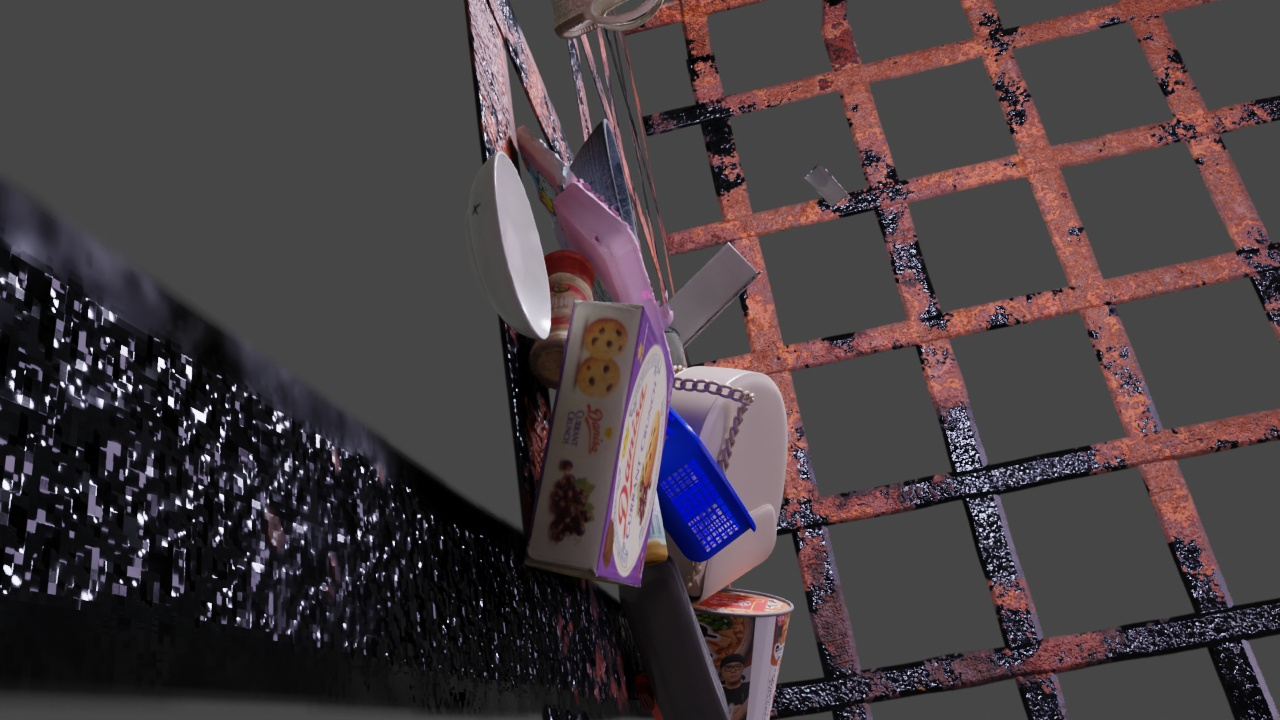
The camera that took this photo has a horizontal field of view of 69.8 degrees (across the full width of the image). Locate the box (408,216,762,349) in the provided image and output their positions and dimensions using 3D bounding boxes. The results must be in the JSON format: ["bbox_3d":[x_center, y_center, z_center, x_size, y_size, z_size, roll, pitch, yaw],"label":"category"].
[{"bbox_3d":[-0.063,-0.133,1.203,0.167,0.422,0.173,-46,157,-83],"label":"box"}]

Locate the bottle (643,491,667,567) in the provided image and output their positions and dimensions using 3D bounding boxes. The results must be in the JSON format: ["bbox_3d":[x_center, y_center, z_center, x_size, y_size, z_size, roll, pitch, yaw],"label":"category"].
[{"bbox_3d":[-0.023,0.052,0.645,0.053,0.053,0.186,60,18,-72],"label":"bottle"}]

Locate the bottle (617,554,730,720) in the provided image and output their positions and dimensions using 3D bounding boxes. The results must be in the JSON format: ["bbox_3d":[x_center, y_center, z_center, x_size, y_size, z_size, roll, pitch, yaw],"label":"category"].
[{"bbox_3d":[0.018,0.200,0.707,0.084,0.046,0.174,65,5,-88],"label":"bottle"}]

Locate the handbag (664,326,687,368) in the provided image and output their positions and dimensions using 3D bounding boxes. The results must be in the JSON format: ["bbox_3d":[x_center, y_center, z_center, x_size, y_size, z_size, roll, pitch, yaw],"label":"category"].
[{"bbox_3d":[0.025,0.038,1.075,0.176,0.074,0.151,-59,136,-83],"label":"handbag"}]

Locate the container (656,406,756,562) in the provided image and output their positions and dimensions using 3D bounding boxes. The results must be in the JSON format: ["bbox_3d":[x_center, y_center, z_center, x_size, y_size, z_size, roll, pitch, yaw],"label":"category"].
[{"bbox_3d":[0.029,0.095,0.711,0.114,0.058,0.096,57,-6,-27],"label":"container"}]

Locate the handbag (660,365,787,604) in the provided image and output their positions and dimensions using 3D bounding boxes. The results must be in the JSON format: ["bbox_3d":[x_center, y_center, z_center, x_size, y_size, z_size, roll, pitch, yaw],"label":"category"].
[{"bbox_3d":[0.077,0.111,0.870,0.210,0.103,0.208,-10,104,-57],"label":"handbag"}]

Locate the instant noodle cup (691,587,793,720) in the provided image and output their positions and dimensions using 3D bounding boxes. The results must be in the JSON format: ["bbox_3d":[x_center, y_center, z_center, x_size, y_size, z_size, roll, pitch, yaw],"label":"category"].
[{"bbox_3d":[0.080,0.289,0.874,0.123,0.124,0.121,31,63,-82],"label":"instant noodle cup"}]

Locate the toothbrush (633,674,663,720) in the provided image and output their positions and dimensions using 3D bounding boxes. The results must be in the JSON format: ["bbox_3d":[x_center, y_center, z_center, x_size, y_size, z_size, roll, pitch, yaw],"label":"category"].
[{"bbox_3d":[0.022,0.308,0.768,0.213,0.012,0.017,72,8,-50],"label":"toothbrush"}]

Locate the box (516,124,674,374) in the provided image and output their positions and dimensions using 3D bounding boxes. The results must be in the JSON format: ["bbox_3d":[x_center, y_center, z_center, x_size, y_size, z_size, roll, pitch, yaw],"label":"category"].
[{"bbox_3d":[-0.036,-0.074,0.712,0.152,0.038,0.201,44,-14,29],"label":"box"}]

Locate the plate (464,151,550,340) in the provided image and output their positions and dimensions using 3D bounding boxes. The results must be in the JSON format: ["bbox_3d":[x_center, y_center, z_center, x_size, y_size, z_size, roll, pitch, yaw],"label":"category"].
[{"bbox_3d":[-0.075,-0.060,0.501,0.104,0.026,0.104,-10,88,-85],"label":"plate"}]

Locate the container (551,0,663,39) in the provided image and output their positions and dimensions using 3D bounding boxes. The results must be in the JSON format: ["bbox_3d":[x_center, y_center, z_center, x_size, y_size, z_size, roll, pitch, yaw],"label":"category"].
[{"bbox_3d":[-0.033,-0.471,1.091,0.246,0.185,0.143,-89,156,-72],"label":"container"}]

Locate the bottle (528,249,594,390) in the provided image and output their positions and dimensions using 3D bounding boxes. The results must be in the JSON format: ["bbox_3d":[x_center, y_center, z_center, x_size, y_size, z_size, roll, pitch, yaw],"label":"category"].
[{"bbox_3d":[-0.051,-0.029,0.601,0.109,0.044,0.044,-94,170,-52],"label":"bottle"}]

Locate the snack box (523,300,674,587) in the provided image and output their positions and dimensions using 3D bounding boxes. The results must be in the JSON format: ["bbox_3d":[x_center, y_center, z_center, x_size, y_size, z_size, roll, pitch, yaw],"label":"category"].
[{"bbox_3d":[-0.018,0.055,0.537,0.148,0.040,0.143,60,38,-72],"label":"snack box"}]

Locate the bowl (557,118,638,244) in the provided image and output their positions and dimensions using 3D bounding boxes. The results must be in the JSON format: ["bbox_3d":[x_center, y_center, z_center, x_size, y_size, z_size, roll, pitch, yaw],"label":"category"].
[{"bbox_3d":[-0.044,-0.152,0.863,0.137,0.057,0.137,-10,89,-84],"label":"bowl"}]
